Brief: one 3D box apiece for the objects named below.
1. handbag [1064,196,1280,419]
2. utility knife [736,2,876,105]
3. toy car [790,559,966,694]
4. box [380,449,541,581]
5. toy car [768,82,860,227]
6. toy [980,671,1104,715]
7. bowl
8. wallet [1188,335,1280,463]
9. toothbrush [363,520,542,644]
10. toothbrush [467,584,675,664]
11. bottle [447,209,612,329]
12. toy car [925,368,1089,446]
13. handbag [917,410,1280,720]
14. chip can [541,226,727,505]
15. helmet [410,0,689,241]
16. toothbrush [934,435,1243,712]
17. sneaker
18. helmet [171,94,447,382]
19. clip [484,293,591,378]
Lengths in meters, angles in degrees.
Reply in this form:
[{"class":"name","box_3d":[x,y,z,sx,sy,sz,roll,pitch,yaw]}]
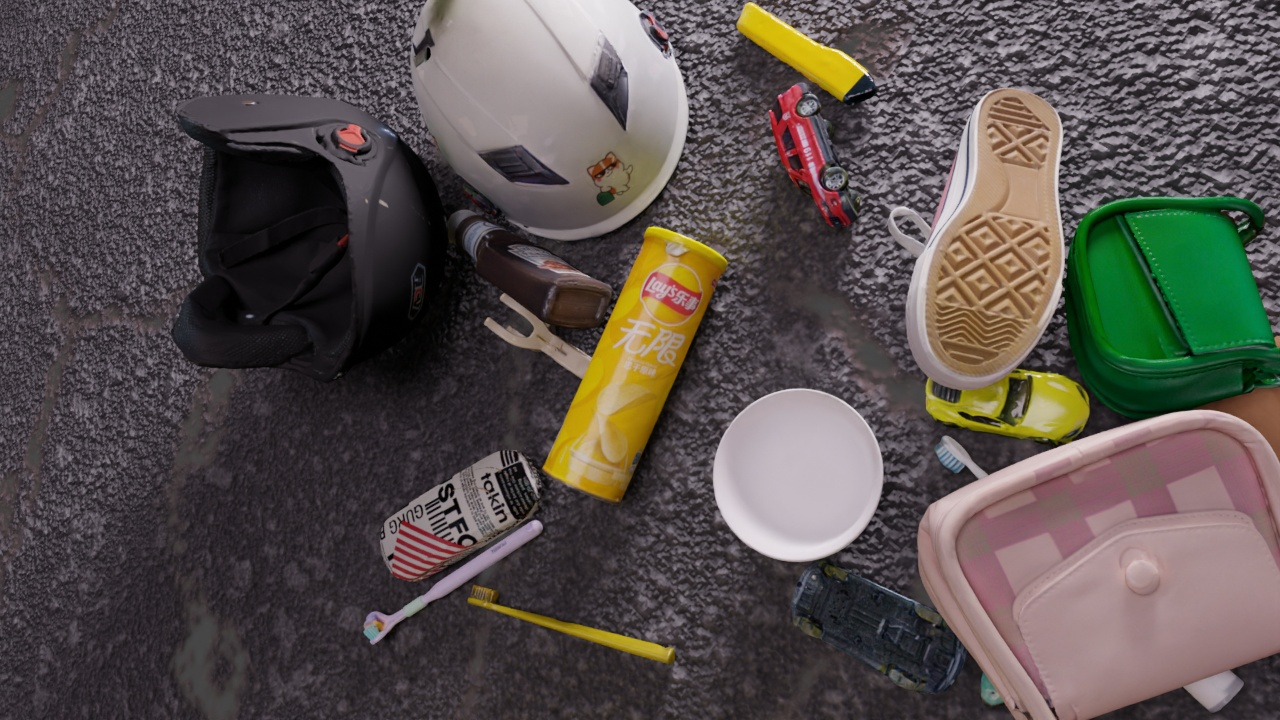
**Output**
[{"class":"handbag","box_3d":[0.332,-0.034,0.570,0.120,0.068,0.131,-6,60,18]},{"class":"utility knife","box_3d":[0.135,-0.256,0.761,0.033,0.015,0.156,-45,61,2]},{"class":"toy car","box_3d":[0.160,0.180,0.624,0.121,0.036,0.054,20,86,38]},{"class":"box","box_3d":[-0.157,0.133,0.781,0.164,0.052,0.069,-34,83,14]},{"class":"toy car","box_3d":[0.135,-0.157,0.716,0.045,0.053,0.120,-25,64,19]},{"class":"toy","box_3d":[0.251,0.183,0.583,0.096,0.030,0.092,17,89,21]},{"class":"bowl","box_3d":[0.118,0.084,0.651,0.118,0.064,0.118,-7,73,24]},{"class":"wallet","box_3d":[0.397,0.041,0.555,0.101,0.020,0.115,-19,71,21]},{"class":"toothbrush","box_3d":[-0.161,0.186,0.784,0.189,0.021,0.029,-33,54,12]},{"class":"toothbrush","box_3d":[-0.059,0.209,0.732,0.190,0.015,0.016,8,74,27]},{"class":"bottle","box_3d":[-0.108,-0.085,0.798,0.195,0.079,0.044,34,112,42]},{"class":"toy car","box_3d":[0.248,0.026,0.623,0.105,0.032,0.048,10,81,26]},{"class":"handbag","box_3d":[0.286,0.158,0.513,0.193,0.093,0.234,-21,68,2]},{"class":"chip can","box_3d":[-0.004,0.004,0.729,0.072,0.072,0.213,23,88,29]},{"class":"helmet","box_3d":[-0.098,-0.246,0.790,0.230,0.156,0.274,-40,63,11]},{"class":"toothbrush","box_3d":[0.276,0.126,0.586,0.221,0.026,0.026,46,125,27]},{"class":"sneaker","box_3d":[0.231,-0.075,0.628,0.118,0.088,0.240,17,63,6]},{"class":"helmet","box_3d":[-0.280,-0.110,0.804,0.275,0.229,0.234,37,127,26]},{"class":"clip","box_3d":[-0.090,-0.022,0.781,0.102,0.095,0.035,37,94,39]}]
